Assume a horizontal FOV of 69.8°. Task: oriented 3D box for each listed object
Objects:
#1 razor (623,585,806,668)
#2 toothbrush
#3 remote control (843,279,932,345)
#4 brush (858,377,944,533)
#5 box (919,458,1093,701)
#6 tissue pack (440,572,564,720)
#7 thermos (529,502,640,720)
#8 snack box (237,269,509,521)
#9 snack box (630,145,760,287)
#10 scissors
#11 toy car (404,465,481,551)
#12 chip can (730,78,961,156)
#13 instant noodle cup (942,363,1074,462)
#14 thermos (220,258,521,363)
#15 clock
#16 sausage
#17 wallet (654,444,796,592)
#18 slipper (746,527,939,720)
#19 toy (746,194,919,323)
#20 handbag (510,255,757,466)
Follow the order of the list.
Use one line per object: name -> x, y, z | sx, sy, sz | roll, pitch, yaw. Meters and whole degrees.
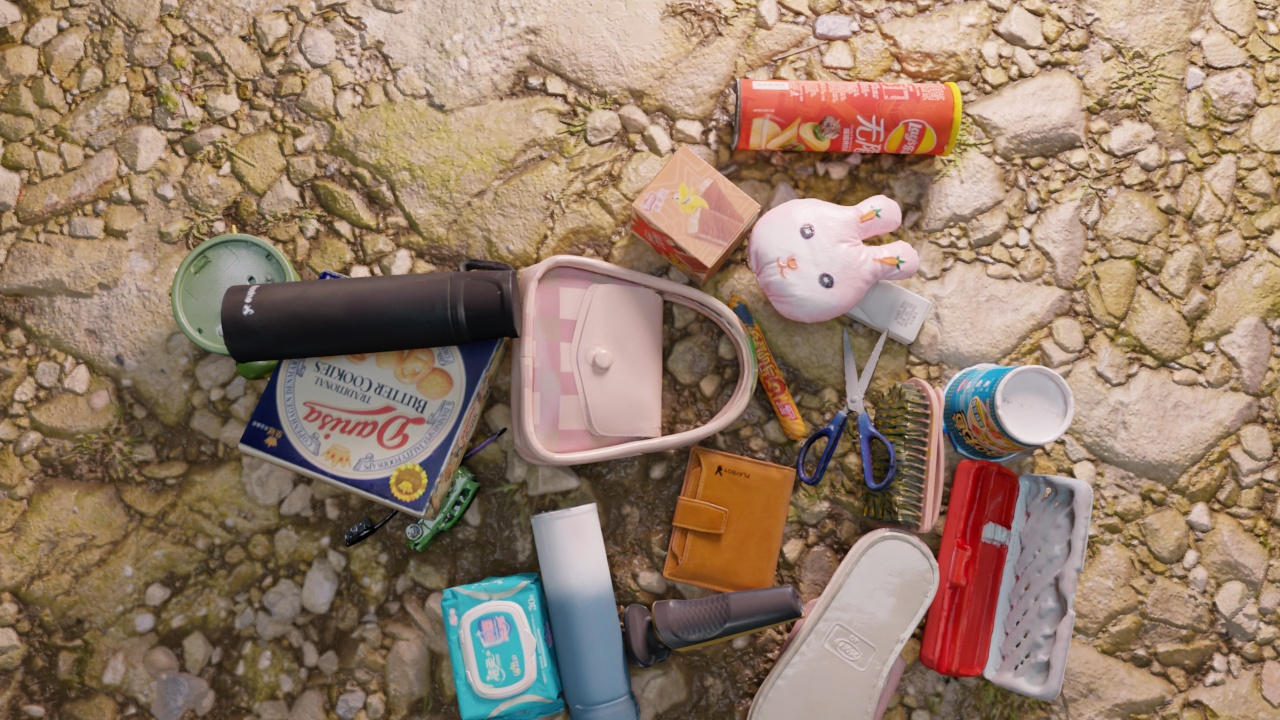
razor -> 0.068, 0.240, 0.843 | 0.167, 0.068, 0.062 | -13, 44, 4
toothbrush -> -0.207, 0.119, 0.886 | 0.189, 0.014, 0.016 | -36, 73, -5
remote control -> 0.220, -0.064, 0.905 | 0.125, 0.024, 0.049 | 27, 84, 2
brush -> 0.257, 0.089, 0.872 | 0.073, 0.063, 0.145 | 14, 80, -28
box -> 0.332, 0.195, 0.833 | 0.095, 0.100, 0.201 | 18, 81, -33
tissue pack -> -0.127, 0.268, 0.849 | 0.093, 0.050, 0.133 | -13, 84, -3
thermos -> -0.050, 0.244, 0.848 | 0.070, 0.070, 0.220 | -12, 84, -2
snack box -> -0.237, 0.030, 0.831 | 0.178, 0.046, 0.182 | 19, 76, 5
snack box -> 0.050, -0.135, 0.877 | 0.094, 0.093, 0.077 | 39, 84, 4
scissors -> 0.205, 0.052, 0.871 | 0.162, 0.012, 0.162 | -50, 47, 12
toy car -> -0.187, 0.142, 0.867 | 0.036, 0.043, 0.091 | 37, 85, 3
chip can -> 0.198, -0.239, 0.901 | 0.216, 0.073, 0.073 | 2, 83, -1
instant noodle cup -> 0.343, 0.046, 0.850 | 0.099, 0.110, 0.099 | 0, 83, -1
thermos -> -0.228, -0.046, 0.800 | 0.242, 0.069, 0.089 | -4, 42, -1
clock -> -0.368, -0.049, 0.882 | 0.161, 0.056, 0.116 | 40, 85, 4
sausage -> 0.123, 0.006, 0.897 | 0.021, 0.021, 0.165 | -24, 84, -3
wallet -> 0.078, 0.154, 0.876 | 0.119, 0.035, 0.130 | 14, 83, -5
slipper -> 0.184, 0.279, 0.847 | 0.114, 0.054, 0.274 | 27, 91, 6
toy -> 0.183, -0.103, 0.873 | 0.159, 0.054, 0.121 | -19, 80, -7
handbag -> -0.005, 0.005, 0.873 | 0.234, 0.093, 0.193 | 2, 84, -7
